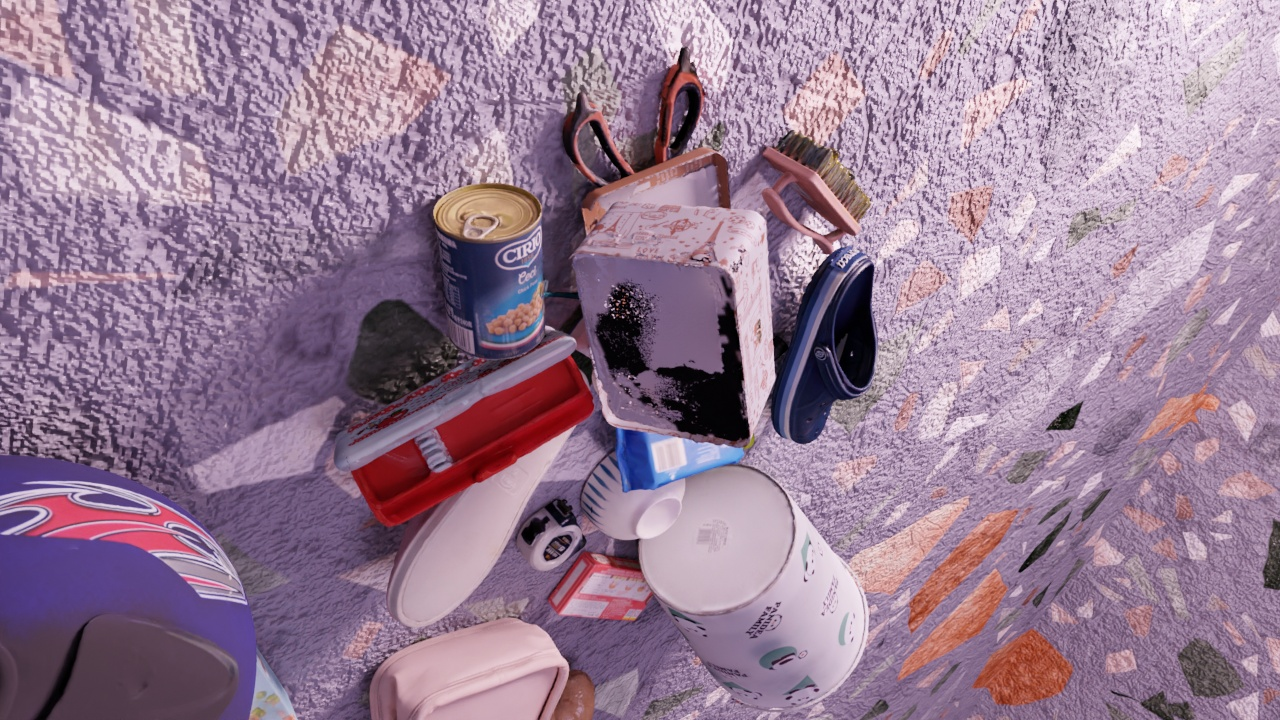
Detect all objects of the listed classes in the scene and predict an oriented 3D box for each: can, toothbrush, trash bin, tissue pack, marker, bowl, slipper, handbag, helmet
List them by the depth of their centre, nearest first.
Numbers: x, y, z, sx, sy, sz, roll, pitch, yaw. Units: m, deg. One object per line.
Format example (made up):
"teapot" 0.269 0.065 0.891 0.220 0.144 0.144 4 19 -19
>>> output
"helmet" -0.371 0.170 0.507 0.315 0.248 0.240 33 60 -57
"can" -0.109 -0.063 0.675 0.075 0.075 0.111 -23 137 -27
"toothbrush" -0.029 -0.060 0.801 0.191 0.016 0.018 0 113 -42
"slipper" -0.142 0.112 0.818 0.274 0.054 0.114 -57 146 -4
"tissue pack" 0.038 0.072 0.928 0.156 0.052 0.095 -12 96 -34
"handbag" -0.186 0.401 0.974 0.192 0.093 0.234 -7 115 -40
"bowl" 0.002 0.147 0.975 0.116 0.066 0.117 -24 137 -25
"slipper" 0.214 -0.007 0.992 0.104 0.095 0.253 -34 145 -36
"marker" 0.107 0.022 0.997 0.132 0.020 0.022 -42 -179 -4
"trash bin" 0.129 0.260 1.081 0.229 0.229 0.252 -40 137 -7

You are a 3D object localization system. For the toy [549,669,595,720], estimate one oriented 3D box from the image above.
"toy" -0.154 0.446 1.099 0.225 0.082 0.143 0 109 -39

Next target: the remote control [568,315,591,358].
"remote control" -0.016 -0.011 0.851 0.049 0.024 0.125 -50 143 6

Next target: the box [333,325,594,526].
"box" -0.134 0.048 0.718 0.201 0.095 0.102 -29 -179 -12

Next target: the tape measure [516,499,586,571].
"tape measure" -0.093 0.183 0.947 0.066 0.033 0.066 -34 139 -18

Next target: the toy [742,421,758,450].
"toy" 0.088 0.090 1.030 0.097 0.031 0.100 -36 150 5

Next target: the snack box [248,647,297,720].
"snack box" -0.354 0.283 0.782 0.074 0.051 0.175 -26 139 -22

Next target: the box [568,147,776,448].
"box" 0.040 -0.059 0.748 0.184 0.154 0.183 -57 148 -42

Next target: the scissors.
"scissors" 0.008 -0.151 0.752 0.188 0.015 0.226 -7 128 -39

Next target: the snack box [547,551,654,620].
"snack box" -0.035 0.269 1.085 0.075 0.025 0.152 -54 142 9

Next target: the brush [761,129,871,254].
"brush" 0.166 -0.151 0.861 0.073 0.063 0.145 -54 143 5

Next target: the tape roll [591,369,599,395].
"tape roll" -0.005 0.005 0.841 0.085 0.014 0.086 -24 137 -25
